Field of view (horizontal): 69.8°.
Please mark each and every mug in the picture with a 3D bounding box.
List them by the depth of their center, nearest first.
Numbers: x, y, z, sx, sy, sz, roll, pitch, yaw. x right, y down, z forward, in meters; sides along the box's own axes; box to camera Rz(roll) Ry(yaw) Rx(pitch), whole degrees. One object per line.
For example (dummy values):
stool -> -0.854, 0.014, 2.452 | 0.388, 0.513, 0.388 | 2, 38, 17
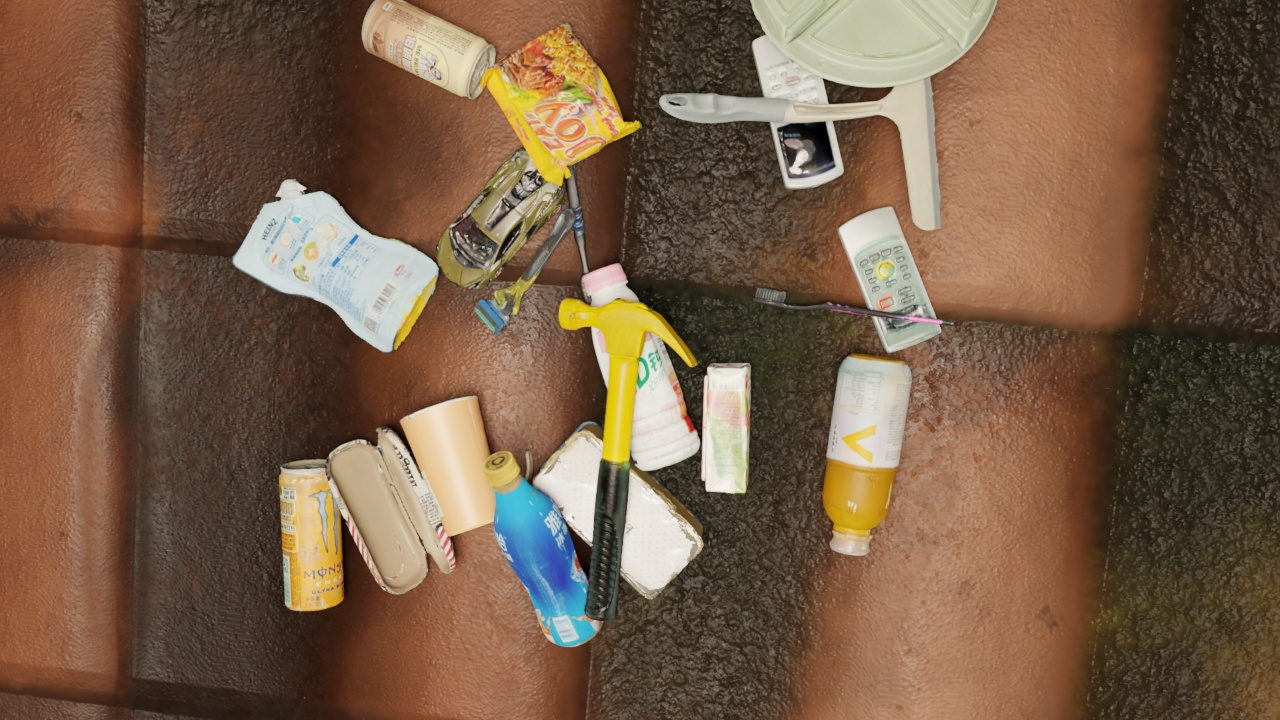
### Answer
mug -> -0.179, 0.104, 0.894 | 0.078, 0.078, 0.122 | -19, 85, 6

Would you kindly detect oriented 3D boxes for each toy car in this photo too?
toy car -> -0.138, -0.137, 0.899 | 0.070, 0.042, 0.158 | 42, 100, 1

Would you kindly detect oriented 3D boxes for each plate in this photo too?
plate -> 0.211, -0.357, 0.826 | 0.230, 0.027, 0.230 | 0, 80, 2

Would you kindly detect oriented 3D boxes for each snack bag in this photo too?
snack bag -> -0.304, -0.096, 0.918 | 0.191, 0.038, 0.110 | 31, 102, 3

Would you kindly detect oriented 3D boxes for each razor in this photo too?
razor -> -0.108, -0.090, 0.907 | 0.042, 0.022, 0.143 | 45, 102, 29

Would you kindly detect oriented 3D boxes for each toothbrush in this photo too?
toothbrush -> 0.201, -0.050, 0.875 | 0.189, 0.014, 0.017 | 8, 87, 15
toothbrush -> -0.064, -0.147, 0.903 | 0.014, 0.016, 0.189 | -8, 93, 8

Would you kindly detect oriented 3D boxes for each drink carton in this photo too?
drink carton -> 0.083, 0.064, 0.890 | 0.045, 0.053, 0.122 | 2, 95, 9

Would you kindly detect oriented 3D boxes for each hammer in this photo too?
hammer -> -0.023, 0.093, 0.848 | 0.129, 0.032, 0.301 | 7, 98, 13

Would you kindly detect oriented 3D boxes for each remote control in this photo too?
remote control -> 0.150, -0.239, 0.872 | 0.058, 0.021, 0.150 | -14, 93, 6
remote control -> 0.238, -0.078, 0.880 | 0.056, 0.019, 0.135 | -21, 93, 7

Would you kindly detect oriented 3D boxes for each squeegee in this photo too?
squeegee -> 0.140, -0.231, 0.840 | 0.246, 0.039, 0.246 | -1, 79, 0

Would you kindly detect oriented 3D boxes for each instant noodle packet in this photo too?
instant noodle packet -> -0.075, -0.243, 0.867 | 0.110, 0.044, 0.128 | -36, 93, -17

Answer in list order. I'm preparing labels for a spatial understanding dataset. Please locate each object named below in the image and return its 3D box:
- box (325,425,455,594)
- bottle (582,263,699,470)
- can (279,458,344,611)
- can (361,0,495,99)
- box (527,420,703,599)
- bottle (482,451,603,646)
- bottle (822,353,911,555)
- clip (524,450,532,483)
box -> -0.243, 0.147, 0.914 | 0.087, 0.075, 0.162 | -25, 89, 39
bottle -> -0.005, 0.005, 0.885 | 0.068, 0.068, 0.197 | -20, 93, 6
can -> -0.334, 0.177, 0.934 | 0.058, 0.058, 0.146 | 0, 95, 5
can -> -0.203, -0.300, 0.879 | 0.116, 0.058, 0.058 | 26, 97, 3
box -> -0.026, 0.141, 0.904 | 0.090, 0.062, 0.184 | -44, 88, 7
bottle -> -0.096, 0.178, 0.868 | 0.065, 0.065, 0.219 | -17, 120, 6
bottle -> 0.212, 0.090, 0.873 | 0.068, 0.068, 0.189 | 7, 96, 4
clip -> -0.121, 0.144, 0.928 | 0.072, 0.034, 0.100 | -16, 85, 7
